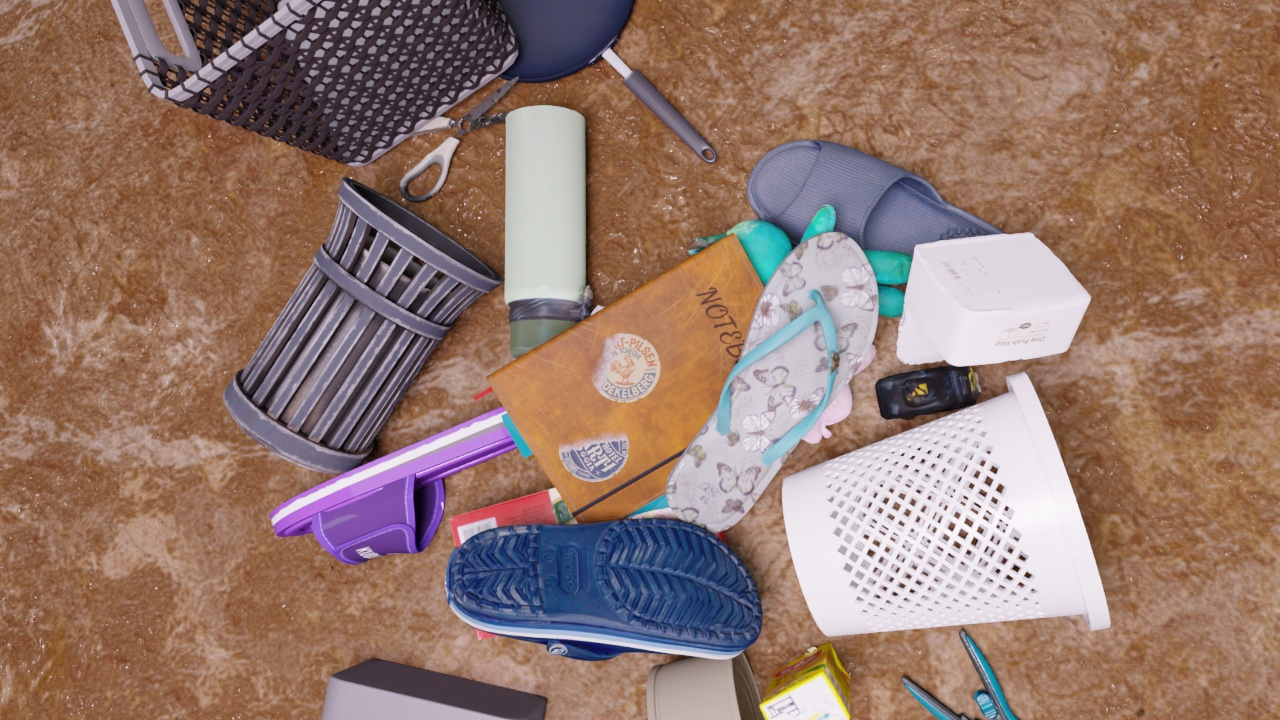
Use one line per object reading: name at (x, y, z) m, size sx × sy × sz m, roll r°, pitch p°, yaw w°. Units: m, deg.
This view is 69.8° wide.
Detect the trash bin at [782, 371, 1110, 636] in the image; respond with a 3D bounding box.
trash bin at (0.229, 0.131, 0.723) m, size 0.200 × 0.195 × 0.195 m, roll -18°, pitch 81°, yaw 18°

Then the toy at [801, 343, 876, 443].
toy at (0.161, 0.021, 0.809) m, size 0.063 × 0.047 × 0.110 m, roll 28°, pitch 79°, yaw 9°

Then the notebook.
notebook at (0.012, 0.034, 0.763) m, size 0.249 × 0.014 × 0.178 m, roll -30°, pitch 102°, yaw 3°

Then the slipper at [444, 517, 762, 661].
slipper at (-0.030, 0.189, 0.746) m, size 0.252 × 0.095 × 0.105 m, roll 8°, pitch 48°, yaw -7°

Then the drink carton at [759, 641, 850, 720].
drink carton at (0.135, 0.267, 0.742) m, size 0.058 × 0.134 × 0.043 m, roll -31°, pitch 77°, yaw 8°

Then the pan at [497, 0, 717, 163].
pan at (-0.048, -0.313, 0.893) m, size 0.199 × 0.021 × 0.356 m, roll -43°, pitch 78°, yaw 4°

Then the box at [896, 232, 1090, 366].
box at (0.263, -0.027, 0.738) m, size 0.108 × 0.137 × 0.128 m, roll -6°, pitch 40°, yaw -11°

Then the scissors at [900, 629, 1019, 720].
scissors at (0.284, 0.298, 0.770) m, size 0.124 × 0.019 × 0.156 m, roll -3°, pitch 83°, yaw 11°

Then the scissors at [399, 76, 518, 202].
scissors at (-0.194, -0.228, 0.910) m, size 0.162 × 0.012 × 0.158 m, roll 29°, pitch 98°, yaw 16°

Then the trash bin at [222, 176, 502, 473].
trash bin at (-0.259, -0.024, 0.838) m, size 0.164 × 0.164 × 0.227 m, roll 36°, pitch 95°, yaw 12°

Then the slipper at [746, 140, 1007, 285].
slipper at (0.218, -0.123, 0.793) m, size 0.264 × 0.082 × 0.101 m, roll 27°, pitch 89°, yaw 11°

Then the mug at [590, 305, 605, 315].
mug at (-0.005, 0.005, 0.820) m, size 0.089 × 0.105 × 0.073 m, roll 8°, pitch 47°, yaw -16°

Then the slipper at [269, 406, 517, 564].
slipper at (-0.207, 0.131, 0.841) m, size 0.266 × 0.107 × 0.084 m, roll -24°, pitch 80°, yaw 3°

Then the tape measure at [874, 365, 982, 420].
tape measure at (0.238, 0.028, 0.780) m, size 0.071 × 0.072 × 0.042 m, roll -11°, pitch 86°, yaw -19°

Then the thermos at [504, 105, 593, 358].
thermos at (-0.085, -0.113, 0.852) m, size 0.082 × 0.082 × 0.231 m, roll -2°, pitch 83°, yaw 11°

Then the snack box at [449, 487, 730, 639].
snack box at (-0.043, 0.164, 0.824) m, size 0.236 × 0.060 × 0.113 m, roll -17°, pitch 81°, yaw 9°

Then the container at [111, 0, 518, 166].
container at (-0.285, -0.345, 0.814) m, size 0.246 × 0.243 × 0.247 m, roll -30°, pitch 77°, yaw 13°

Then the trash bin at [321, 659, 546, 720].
trash bin at (-0.197, 0.401, 0.813) m, size 0.192 × 0.097 × 0.219 m, roll 8°, pitch 85°, yaw 12°

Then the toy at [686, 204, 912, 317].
toy at (0.132, -0.072, 0.777) m, size 0.193 × 0.131 × 0.072 m, roll 10°, pitch 51°, yaw 14°

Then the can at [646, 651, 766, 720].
can at (0.060, 0.307, 0.757) m, size 0.073 × 0.127 × 0.127 m, roll -17°, pitch 81°, yaw 10°

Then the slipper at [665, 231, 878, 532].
slipper at (0.112, 0.028, 0.730) m, size 0.098 × 0.054 × 0.269 m, roll 25°, pitch 102°, yaw -9°
